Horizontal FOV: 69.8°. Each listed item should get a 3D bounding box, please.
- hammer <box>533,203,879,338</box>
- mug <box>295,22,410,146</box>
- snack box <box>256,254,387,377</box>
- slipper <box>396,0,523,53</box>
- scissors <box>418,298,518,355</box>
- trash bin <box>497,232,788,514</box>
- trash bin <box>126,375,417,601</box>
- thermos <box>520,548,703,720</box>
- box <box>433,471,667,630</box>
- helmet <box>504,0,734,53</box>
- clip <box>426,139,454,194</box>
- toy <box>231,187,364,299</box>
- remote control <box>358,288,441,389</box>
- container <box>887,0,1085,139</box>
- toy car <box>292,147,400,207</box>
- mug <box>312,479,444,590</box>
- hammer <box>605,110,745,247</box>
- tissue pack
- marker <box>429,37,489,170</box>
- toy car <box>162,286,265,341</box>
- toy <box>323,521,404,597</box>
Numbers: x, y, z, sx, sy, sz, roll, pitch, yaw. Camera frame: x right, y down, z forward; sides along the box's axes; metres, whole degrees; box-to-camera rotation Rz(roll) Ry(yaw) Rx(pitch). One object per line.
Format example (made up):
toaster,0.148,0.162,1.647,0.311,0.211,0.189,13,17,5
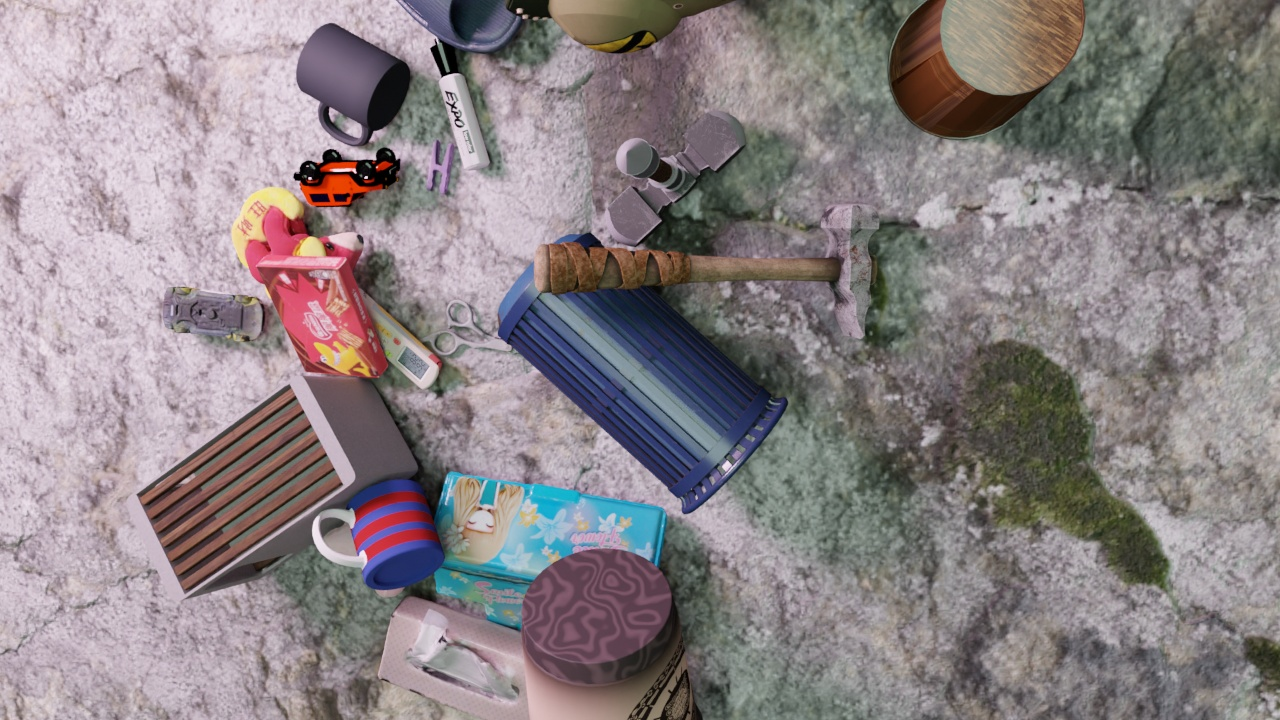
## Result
hammer,0.066,-0.077,0.793,0.318,0.049,0.121,-2,100,-19
mug,-0.276,-0.255,0.876,0.077,0.071,0.105,29,128,3
snack box,-0.307,-0.042,0.893,0.089,0.021,0.133,3,131,15
slipper,-0.216,-0.387,0.829,0.263,0.082,0.101,37,88,3
scissors,-0.146,-0.009,0.917,0.171,0.014,0.090,33,103,4
trash bin,-0.005,0.005,0.837,0.249,0.139,0.139,42,101,2
trash bin,-0.359,0.123,0.903,0.229,0.114,0.114,-34,80,11
thermos,-0.028,0.297,0.830,0.173,0.172,0.226,0,123,8
box,-0.096,0.209,0.913,0.227,0.083,0.172,9,99,7
helmet,0.011,-0.369,0.706,0.233,0.255,0.250,-4,99,12
clip,-0.192,-0.188,0.898,0.037,0.013,0.053,29,104,4
toy,-0.347,-0.109,0.908,0.137,0.067,0.105,26,100,11
remote control,-0.252,-0.022,0.922,0.125,0.018,0.038,41,125,-1
container,0.278,-0.254,0.741,0.132,0.167,0.132,1,98,8
toy car,-0.283,-0.176,0.890,0.100,0.051,0.049,2,119,14
mug,-0.246,0.164,0.854,0.075,0.111,0.076,-53,51,36
hammer,0.013,-0.148,0.715,0.156,0.321,0.043,-42,91,11
tissue pack,-0.177,0.312,0.938,0.181,0.071,0.104,20,112,8
marker,-0.174,-0.246,0.879,0.025,0.025,0.126,-15,96,10
toy car,-0.435,-0.048,0.942,0.105,0.033,0.048,8,97,2
toy,-0.261,0.184,0.942,0.099,0.053,0.095,45,80,-20
